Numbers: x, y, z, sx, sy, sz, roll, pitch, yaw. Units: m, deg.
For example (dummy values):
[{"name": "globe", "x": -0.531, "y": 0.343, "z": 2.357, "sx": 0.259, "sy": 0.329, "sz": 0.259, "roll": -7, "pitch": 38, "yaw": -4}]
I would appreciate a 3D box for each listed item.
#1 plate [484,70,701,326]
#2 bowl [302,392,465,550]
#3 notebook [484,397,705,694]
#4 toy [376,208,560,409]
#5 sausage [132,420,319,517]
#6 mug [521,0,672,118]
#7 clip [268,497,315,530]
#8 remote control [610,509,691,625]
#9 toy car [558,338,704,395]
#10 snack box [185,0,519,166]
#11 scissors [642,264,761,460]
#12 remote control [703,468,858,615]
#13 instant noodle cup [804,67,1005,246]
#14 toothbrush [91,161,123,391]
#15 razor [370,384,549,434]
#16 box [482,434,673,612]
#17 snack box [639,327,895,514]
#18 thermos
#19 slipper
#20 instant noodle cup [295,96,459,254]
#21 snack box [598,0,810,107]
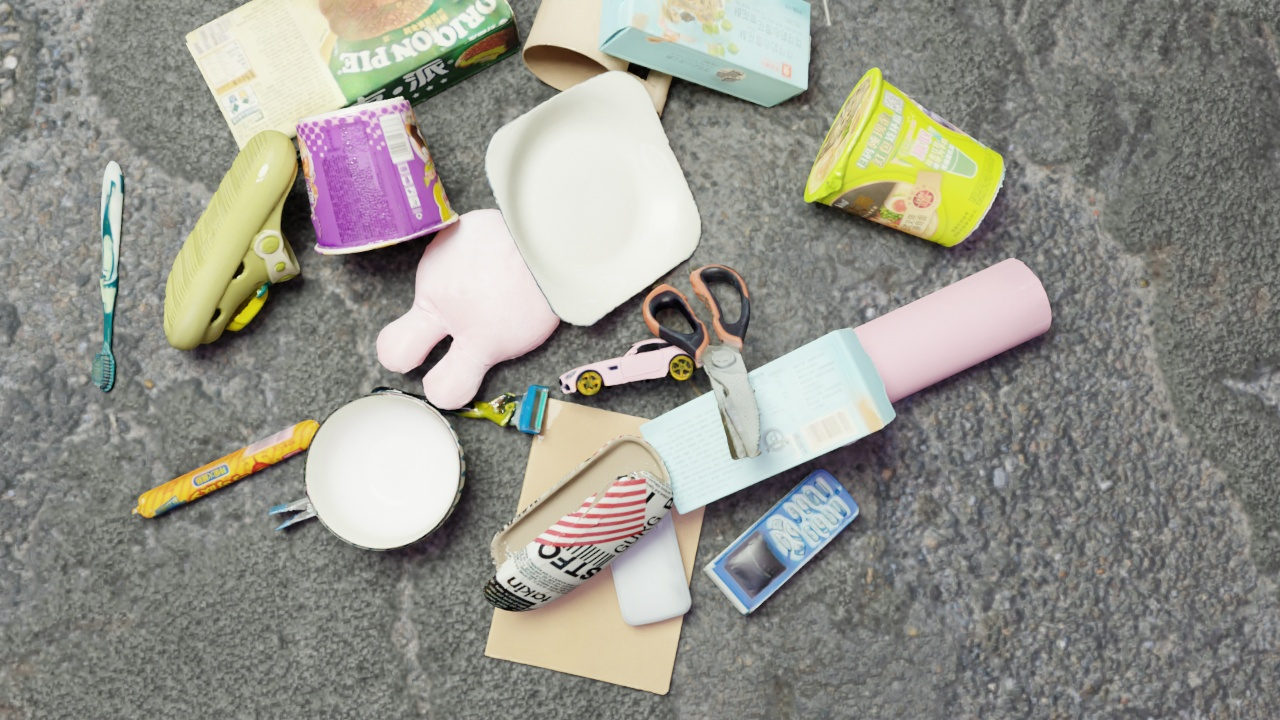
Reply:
[{"name": "plate", "x": -0.038, "y": -0.126, "z": 0.713, "sx": 0.164, "sy": 0.034, "sz": 0.164, "roll": -36, "pitch": 112, "yaw": -27}, {"name": "bowl", "x": -0.190, "y": 0.084, "z": 0.704, "sx": 0.116, "sy": 0.066, "sz": 0.116, "roll": 0, "pitch": 84, "yaw": -1}, {"name": "notebook", "x": -0.029, "y": 0.145, "z": 0.726, "sx": 0.148, "sy": 0.008, "sz": 0.207, "roll": 12, "pitch": 84, "yaw": 1}, {"name": "toy", "x": -0.132, "y": -0.042, "z": 0.722, "sx": 0.121, "sy": 0.054, "sz": 0.159, "roll": 39, "pitch": 77, "yaw": 3}, {"name": "sausage", "x": -0.324, "y": 0.085, "z": 0.726, "sx": 0.165, "sy": 0.021, "sz": 0.021, "roll": -24, "pitch": 84, "yaw": -2}, {"name": "mug", "x": -0.022, "y": -0.270, "z": 0.745, "sx": 0.124, "sy": 0.084, "sz": 0.103, "roll": 21, "pitch": 81, "yaw": -22}, {"name": "clip", "x": -0.261, "y": 0.116, "z": 0.722, "sx": 0.058, "sy": 0.026, "sz": 0.038, "roll": -20, "pitch": 95, "yaw": -10}, {"name": "remote control", "x": -0.001, "y": 0.134, "z": 0.712, "sx": 0.056, "sy": 0.020, "sz": 0.136, "roll": -13, "pitch": 84, "yaw": -1}, {"name": "toy car", "x": -0.004, "y": 0.004, "z": 0.719, "sx": 0.122, "sy": 0.056, "sz": 0.037, "roll": -10, "pitch": 87, "yaw": -1}, {"name": "snack box", "x": -0.229, "y": -0.258, "z": 0.745, "sx": 0.240, "sy": 0.063, "sz": 0.114, "roll": -29, "pitch": 85, "yaw": -4}, {"name": "scissors", "x": 0.043, "y": -0.003, "z": 0.664, "sx": 0.186, "sy": 0.015, "sz": 0.208, "roll": 13, "pitch": 45, "yaw": 29}, {"name": "remote control", "x": 0.111, "y": 0.140, "z": 0.719, "sx": 0.125, "sy": 0.024, "sz": 0.049, "roll": -40, "pitch": 85, "yaw": -6}, {"name": "instant noodle cup", "x": 0.209, "y": -0.149, "z": 0.716, "sx": 0.123, "sy": 0.112, "sz": 0.111, "roll": 25, "pitch": 84, "yaw": -4}, {"name": "toothbrush", "x": -0.434, "y": -0.070, "z": 0.746, "sx": 0.016, "sy": 0.018, "sz": 0.191, "roll": -2, "pitch": 84, "yaw": 0}, {"name": "razor", "x": -0.146, "y": 0.037, "z": 0.732, "sx": 0.143, "sy": 0.022, "sz": 0.042, "roll": 5, "pitch": 57, "yaw": 3}, {"name": "box", "x": -0.049, "y": 0.119, "z": 0.685, "sx": 0.163, "sy": 0.087, "sz": 0.076, "roll": -42, "pitch": 129, "yaw": 15}, {"name": "snack box", "x": 0.091, "y": 0.045, "z": 0.674, "sx": 0.175, "sy": 0.051, "sz": 0.074, "roll": -28, "pitch": 82, "yaw": 24}, {"name": "thermos", "x": 0.217, "y": -0.002, "z": 0.719, "sx": 0.198, "sy": 0.067, "sz": 0.087, "roll": -26, "pitch": 114, "yaw": -3}, {"name": "slipper", "x": -0.300, "y": -0.083, "z": 0.706, "sx": 0.081, "sy": 0.091, "sz": 0.191, "roll": 24, "pitch": 109, "yaw": -35}, {"name": "instant noodle cup", "x": -0.205, "y": -0.142, "z": 0.693, "sx": 0.111, "sy": 0.111, "sz": 0.099, "roll": -14, "pitch": 109, "yaw": -2}, {"name": "snack box", "x": 0.053, "y": -0.260, "z": 0.713, "sx": 0.174, "sy": 0.052, "sz": 0.074, "roll": 8, "pitch": 81, "yaw": -31}]
